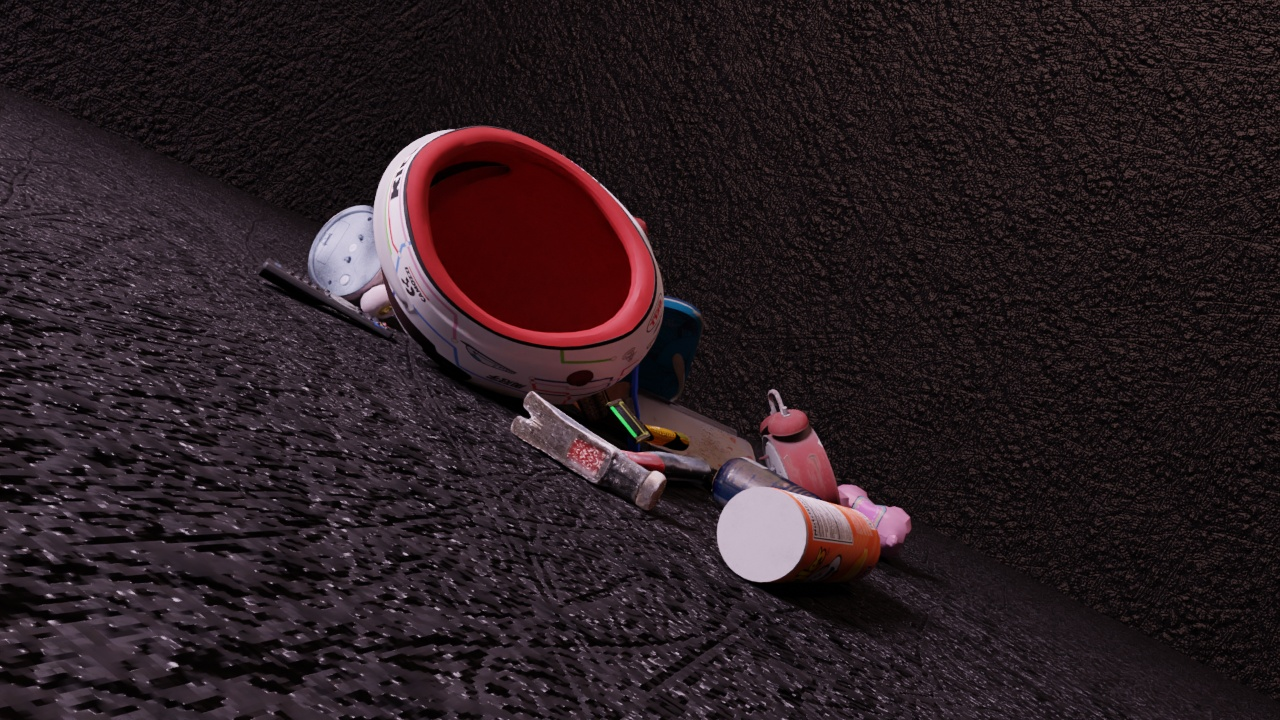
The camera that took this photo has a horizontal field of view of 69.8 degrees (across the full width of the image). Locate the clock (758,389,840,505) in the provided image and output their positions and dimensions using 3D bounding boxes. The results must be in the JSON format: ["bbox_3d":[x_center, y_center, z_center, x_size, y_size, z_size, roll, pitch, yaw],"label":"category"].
[{"bbox_3d":[0.164,0.110,1.016,0.062,0.156,0.110,-18,-6,-3],"label":"clock"}]

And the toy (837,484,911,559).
[{"bbox_3d":[0.267,0.197,1.141,0.123,0.067,0.157,28,6,29],"label":"toy"}]

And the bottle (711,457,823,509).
[{"bbox_3d":[0.138,0.142,0.844,0.161,0.056,0.056,27,1,42],"label":"bottle"}]

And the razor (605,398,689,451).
[{"bbox_3d":[0.013,0.065,0.813,0.044,0.021,0.144,50,11,25],"label":"razor"}]

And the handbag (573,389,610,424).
[{"bbox_3d":[-0.084,0.021,1.130,0.093,0.043,0.196,65,-15,-11],"label":"handbag"}]

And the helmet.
[{"bbox_3d":[-0.130,-0.085,0.917,0.314,0.230,0.237,29,-20,-25],"label":"helmet"}]

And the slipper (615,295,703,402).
[{"bbox_3d":[0.006,0.020,1.158,0.118,0.060,0.296,13,-32,-8],"label":"slipper"}]

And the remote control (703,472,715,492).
[{"bbox_3d":[0.086,0.140,1.029,0.039,0.010,0.125,26,1,-8],"label":"remote control"}]

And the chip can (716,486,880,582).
[{"bbox_3d":[0.126,0.135,0.687,0.062,0.062,0.210,26,1,30],"label":"chip can"}]

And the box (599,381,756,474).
[{"bbox_3d":[0.044,0.104,1.150,0.217,0.094,0.121,25,-27,-36],"label":"box"}]

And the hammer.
[{"bbox_3d":[0.001,0.089,0.831,0.140,0.036,0.326,28,1,20],"label":"hammer"}]

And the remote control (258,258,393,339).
[{"bbox_3d":[-0.317,-0.059,0.930,0.140,0.021,0.045,31,0,-22],"label":"remote control"}]

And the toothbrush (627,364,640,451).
[{"bbox_3d":[-0.006,0.006,1.002,0.011,0.186,0.016,0,-5,13],"label":"toothbrush"}]

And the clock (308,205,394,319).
[{"bbox_3d":[-0.315,-0.113,1.085,0.158,0.116,0.059,24,-9,27],"label":"clock"}]
